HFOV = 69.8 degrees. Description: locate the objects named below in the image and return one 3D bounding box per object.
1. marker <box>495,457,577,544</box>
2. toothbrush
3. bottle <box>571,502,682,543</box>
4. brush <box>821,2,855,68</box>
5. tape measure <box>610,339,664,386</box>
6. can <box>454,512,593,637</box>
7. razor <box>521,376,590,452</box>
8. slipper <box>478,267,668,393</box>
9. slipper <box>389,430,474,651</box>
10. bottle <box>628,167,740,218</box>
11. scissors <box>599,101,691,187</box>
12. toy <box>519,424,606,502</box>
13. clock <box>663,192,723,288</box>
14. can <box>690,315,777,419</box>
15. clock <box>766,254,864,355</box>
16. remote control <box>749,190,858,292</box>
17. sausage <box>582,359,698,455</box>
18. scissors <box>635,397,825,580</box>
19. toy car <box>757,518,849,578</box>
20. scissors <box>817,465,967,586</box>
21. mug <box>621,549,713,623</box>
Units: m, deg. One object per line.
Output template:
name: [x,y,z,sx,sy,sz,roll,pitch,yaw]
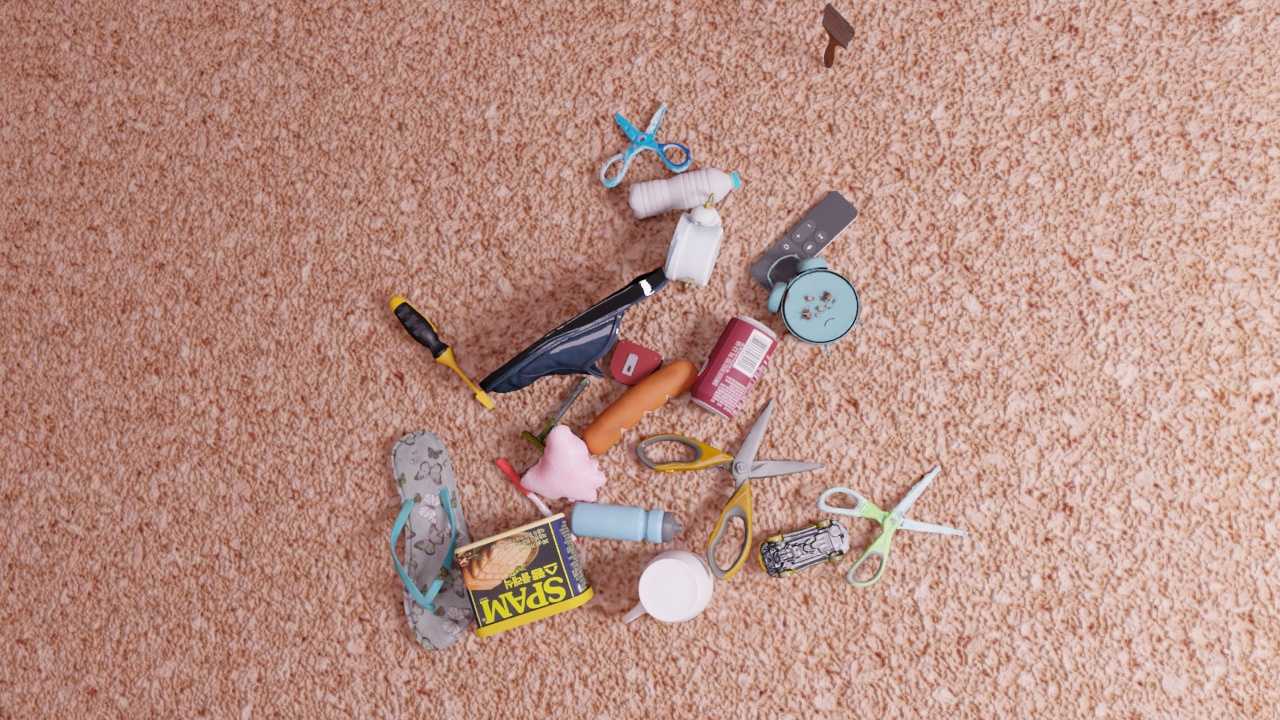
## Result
marker: [-0.127,0.173,1.121,0.013,0.013,0.142,-45,76,1]
toothbrush: [-0.253,-0.010,1.166,0.031,0.031,0.196,-43,79,-4]
bottle: [-0.015,0.192,1.083,0.130,0.040,0.040,3,81,11]
brush: [0.226,-0.373,1.078,0.008,0.143,0.045,-42,85,2]
tape measure: [-0.007,0.007,1.122,0.059,0.019,0.051,21,85,13]
can: [-0.137,0.249,1.073,0.135,0.075,0.104,-20,83,8]
razor: [-0.098,0.063,1.130,0.042,0.026,0.106,37,85,16]
slipper: [-0.069,-0.011,1.094,0.266,0.108,0.083,-30,97,11]
slipper: [-0.255,0.215,1.118,0.098,0.055,0.268,-11,78,6]
bottle: [0.055,-0.209,1.133,0.136,0.044,0.044,-11,79,8]
scissors: [0.009,-0.267,1.157,0.140,0.011,0.134,24,78,25]
toy: [-0.087,0.131,1.097,0.093,0.050,0.103,27,118,-7]
clock: [0.067,-0.145,1.100,0.057,0.083,0.117,19,96,7]
can: [0.109,0.008,1.077,0.063,0.063,0.114,29,86,13]
clock: [0.200,-0.070,1.080,0.090,0.053,0.124,-40,77,1]
remote control: [0.198,-0.143,1.115,0.146,0.008,0.045,-43,76,1]
sausage: [-0.002,0.054,1.103,0.164,0.039,0.044,-37,116,3]
scissors: [0.100,0.144,1.069,0.225,0.016,0.229,0,69,13]
toy car: [0.187,0.214,1.047,0.107,0.030,0.049,-15,78,-6]
scissors: [0.279,0.177,1.035,0.165,0.024,0.171,39,78,13]
mug: [0.024,0.266,1.040,0.114,0.087,0.081,-34,77,3]
